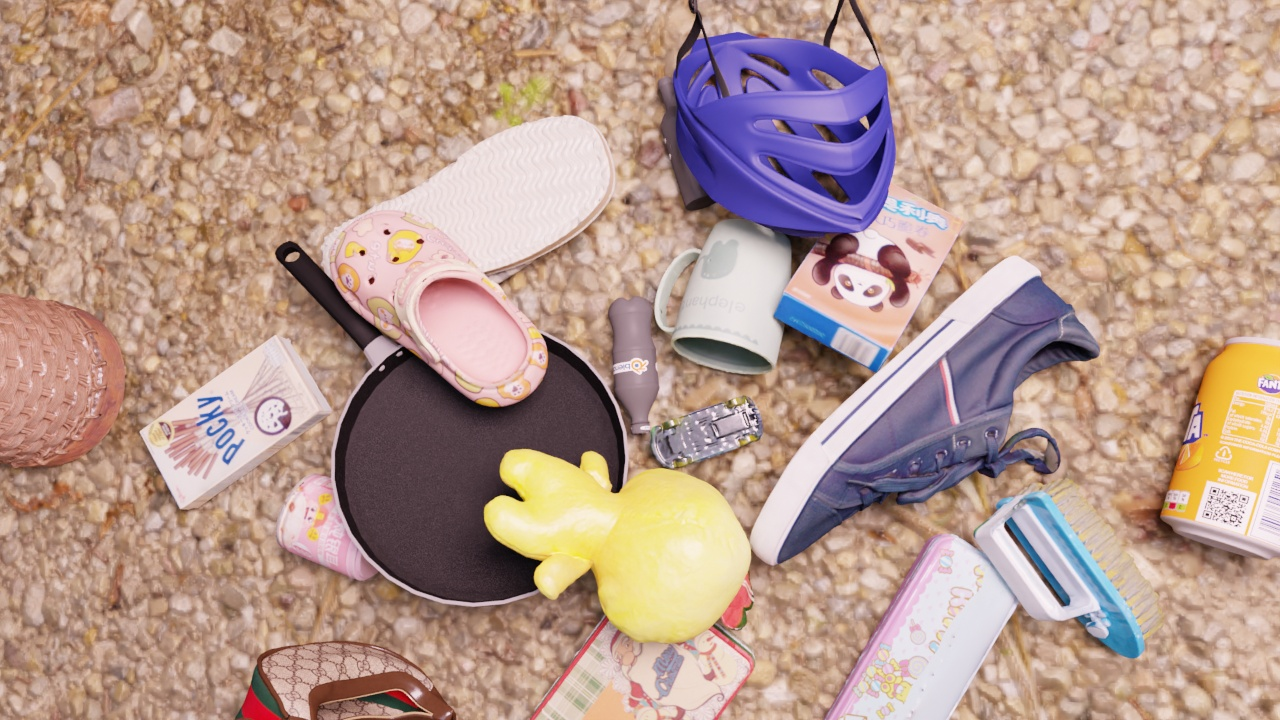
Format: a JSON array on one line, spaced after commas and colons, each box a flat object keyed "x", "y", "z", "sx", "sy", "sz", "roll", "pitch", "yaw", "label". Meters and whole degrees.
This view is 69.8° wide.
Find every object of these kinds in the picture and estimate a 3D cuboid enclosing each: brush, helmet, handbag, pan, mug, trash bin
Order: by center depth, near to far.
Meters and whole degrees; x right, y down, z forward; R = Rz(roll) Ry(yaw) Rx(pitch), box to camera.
[{"x": 0.306, "y": 0.156, "z": 0.652, "sx": 0.075, "sy": 0.055, "sz": 0.136, "roll": -33, "pitch": 84, "yaw": -18, "label": "brush"}, {"x": 0.103, "y": -0.212, "z": 0.653, "sx": 0.147, "sy": 0.228, "sz": 0.241, "roll": -15, "pitch": 43, "yaw": -13, "label": "helmet"}, {"x": -0.212, "y": 0.259, "z": 0.672, "sx": 0.138, "sy": 0.166, "sz": 0.063, "roll": 16, "pitch": 86, "yaw": 27, "label": "handbag"}, {"x": 0.062, "y": -0.052, "z": 0.719, "sx": 0.111, "sy": 0.084, "sz": 0.104, "roll": 4, "pitch": 73, "yaw": 35, "label": "mug"}, {"x": -0.169, "y": 0.032, "z": 0.730, "sx": 0.356, "sy": 0.034, "sz": 0.225, "roll": 44, "pitch": 72, "yaw": 10, "label": "pan"}, {"x": -0.552, "y": 0.010, "z": 0.736, "sx": 0.151, "sy": 0.210, "sz": 0.151, "roll": -1, "pitch": 83, "yaw": 9, "label": "trash bin"}]

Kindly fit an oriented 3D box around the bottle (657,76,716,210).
[{"x": 0.035, "y": -0.182, "z": 0.759, "sx": 0.030, "sy": 0.030, "sz": 0.113, "roll": -17, "pitch": 80, "yaw": 6, "label": "bottle"}]

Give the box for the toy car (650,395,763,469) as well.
[{"x": 0.052, "y": 0.058, "z": 0.727, "sx": 0.090, "sy": 0.027, "sz": 0.038, "roll": -19, "pitch": 84, "yaw": 4, "label": "toy car"}]

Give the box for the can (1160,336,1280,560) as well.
[{"x": 0.426, "y": 0.062, "z": 0.642, "sx": 0.079, "sy": 0.079, "sz": 0.142, "roll": 19, "pitch": 86, "yaw": 11, "label": "can"}]

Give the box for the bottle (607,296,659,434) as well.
[{"x": -0.004, "y": 0.004, "z": 0.738, "sx": 0.036, "sy": 0.036, "sz": 0.110, "roll": -6, "pitch": 82, "yaw": 8, "label": "bottle"}]

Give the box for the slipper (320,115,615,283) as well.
[{"x": -0.146, "y": -0.117, "z": 0.769, "sx": 0.273, "sy": 0.054, "sz": 0.114, "roll": -23, "pitch": 81, "yaw": 14, "label": "slipper"}]

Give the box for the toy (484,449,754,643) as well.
[{"x": -0.007, "y": 0.125, "z": 0.652, "sx": 0.207, "sy": 0.092, "sz": 0.133, "roll": 17, "pitch": 51, "yaw": -1, "label": "toy"}]

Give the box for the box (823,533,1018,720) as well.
[{"x": 0.199, "y": 0.233, "z": 0.678, "sx": 0.076, "sy": 0.036, "sz": 0.214, "roll": 31, "pitch": 88, "yaw": 11, "label": "box"}]

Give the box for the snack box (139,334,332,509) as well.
[{"x": -0.350, "y": 0.053, "z": 0.792, "sx": 0.150, "sy": 0.026, "sz": 0.082, "roll": -35, "pitch": 80, "yaw": 2, "label": "snack box"}]

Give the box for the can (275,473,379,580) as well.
[{"x": -0.243, "y": 0.135, "z": 0.744, "sx": 0.076, "sy": 0.067, "sz": 0.067, "roll": 19, "pitch": 86, "yaw": 11, "label": "can"}]

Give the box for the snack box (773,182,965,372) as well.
[{"x": 0.173, "y": -0.070, "z": 0.689, "sx": 0.087, "sy": 0.034, "sz": 0.151, "roll": 31, "pitch": 59, "yaw": 11, "label": "snack box"}]

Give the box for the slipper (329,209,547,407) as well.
[{"x": -0.152, "y": -0.049, "z": 0.699, "sx": 0.197, "sy": 0.082, "sz": 0.093, "roll": 40, "pitch": 73, "yaw": 5, "label": "slipper"}]

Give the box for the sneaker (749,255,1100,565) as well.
[{"x": 0.212, "y": 0.065, "z": 0.664, "sx": 0.294, "sy": 0.121, "sz": 0.127, "roll": -41, "pitch": 66, "yaw": -1, "label": "sneaker"}]

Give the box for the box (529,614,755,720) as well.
[{"x": -0.012, "y": 0.272, "z": 0.701, "sx": 0.117, "sy": 0.050, "sz": 0.205, "roll": 38, "pitch": 91, "yaw": 12, "label": "box"}]
